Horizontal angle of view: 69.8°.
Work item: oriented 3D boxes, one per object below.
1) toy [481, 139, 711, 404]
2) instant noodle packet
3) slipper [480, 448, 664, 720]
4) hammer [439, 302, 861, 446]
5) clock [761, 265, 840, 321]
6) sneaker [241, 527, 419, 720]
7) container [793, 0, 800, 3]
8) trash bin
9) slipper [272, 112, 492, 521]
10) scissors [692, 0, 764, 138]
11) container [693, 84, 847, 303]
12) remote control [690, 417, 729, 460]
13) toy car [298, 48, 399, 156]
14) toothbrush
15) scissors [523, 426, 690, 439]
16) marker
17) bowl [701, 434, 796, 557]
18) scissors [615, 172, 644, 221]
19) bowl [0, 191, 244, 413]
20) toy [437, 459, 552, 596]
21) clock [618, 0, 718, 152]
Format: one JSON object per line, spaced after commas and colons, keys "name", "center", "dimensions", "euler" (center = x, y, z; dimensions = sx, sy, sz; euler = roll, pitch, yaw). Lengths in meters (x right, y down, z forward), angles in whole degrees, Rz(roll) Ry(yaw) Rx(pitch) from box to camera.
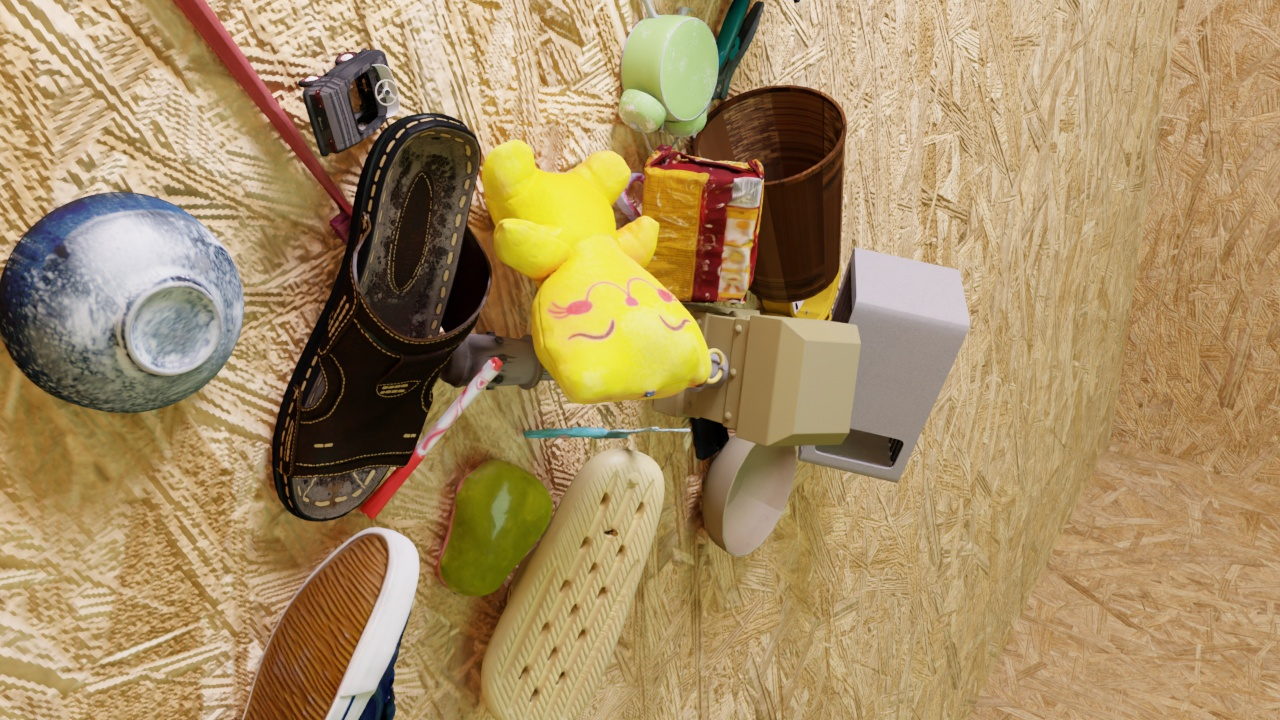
{"name": "toy", "center": [-0.043, -0.053, 0.624], "dimensions": [0.134, 0.193, 0.088], "euler": [-8, 154, -42]}
{"name": "instant noodle packet", "center": [0.049, -0.108, 0.762], "dimensions": [0.039, 0.098, 0.136], "euler": [-87, 180, -57]}
{"name": "slipper", "center": [-0.065, 0.188, 0.780], "dimensions": [0.111, 0.079, 0.261], "euler": [20, 97, -32]}
{"name": "hammer", "center": [-0.004, 0.004, 0.731], "dimensions": [0.324, 0.190, 0.101], "euler": [2, 97, -35]}
{"name": "clock", "center": [0.174, -0.077, 1.005], "dimensions": [0.113, 0.052, 0.152], "euler": [-12, 110, -51]}
{"name": "sneaker", "center": [-0.201, 0.255, 0.610], "dimensions": [0.127, 0.121, 0.294], "euler": [26, 87, -42]}
{"name": "container", "center": [0.083, -0.351, 0.690], "dimensions": [0.148, 0.127, 0.200], "euler": [52, 53, -50]}
{"name": "trash bin", "center": [0.263, 0.009, 1.023], "dimensions": [0.114, 0.114, 0.229], "euler": [-74, 176, -52]}
{"name": "slipper", "center": [-0.149, -0.016, 0.561], "dimensions": [0.112, 0.076, 0.268], "euler": [4, 111, -54]}
{"name": "scissors", "center": [0.073, -0.269, 0.805], "dimensions": [0.127, 0.019, 0.142], "euler": [-37, 140, -46]}
{"name": "container", "center": [0.130, -0.146, 0.855], "dimensions": [0.132, 0.132, 0.167], "euler": [-53, 146, -24]}
{"name": "remote control", "center": [0.070, 0.035, 0.938], "dimensions": [0.047, 0.022, 0.150], "euler": [-40, 134, -36]}
{"name": "toy car", "center": [-0.159, -0.146, 0.514], "dimensions": [0.092, 0.037, 0.040], "euler": [-78, 163, -58]}
{"name": "toothbrush", "center": [-0.203, -0.132, 0.503], "dimensions": [0.016, 0.016, 0.190], "euler": [-49, 140, -21]}
{"name": "scissors", "center": [-0.027, 0.062, 0.767], "dimensions": [0.134, 0.135, 0.015], "euler": [90, 4, -84]}
{"name": "marker", "center": [-0.143, 0.053, 0.628], "dimensions": [0.142, 0.013, 0.012], "euler": [-49, 144, 4]}
{"name": "bowl", "center": [0.113, 0.138, 1.017], "dimensions": [0.152, 0.050, 0.152], "euler": [-28, 127, -45]}
{"name": "scissors", "center": [0.010, -0.085, 0.815], "dimensions": [0.103, 0.016, 0.179], "euler": [-64, 147, -12]}
{"name": "bowl", "center": [-0.246, -0.023, 0.459], "dimensions": [0.114, 0.061, 0.114], "euler": [-25, 123, -46]}
{"name": "toy", "center": [-0.117, 0.132, 0.709], "dimensions": [0.090, 0.051, 0.110], "euler": [40, 76, -50]}
{"name": "clock", "center": [0.023, -0.227, 0.739], "dimensions": [0.094, 0.043, 0.119], "euler": [-12, 115, -49]}
